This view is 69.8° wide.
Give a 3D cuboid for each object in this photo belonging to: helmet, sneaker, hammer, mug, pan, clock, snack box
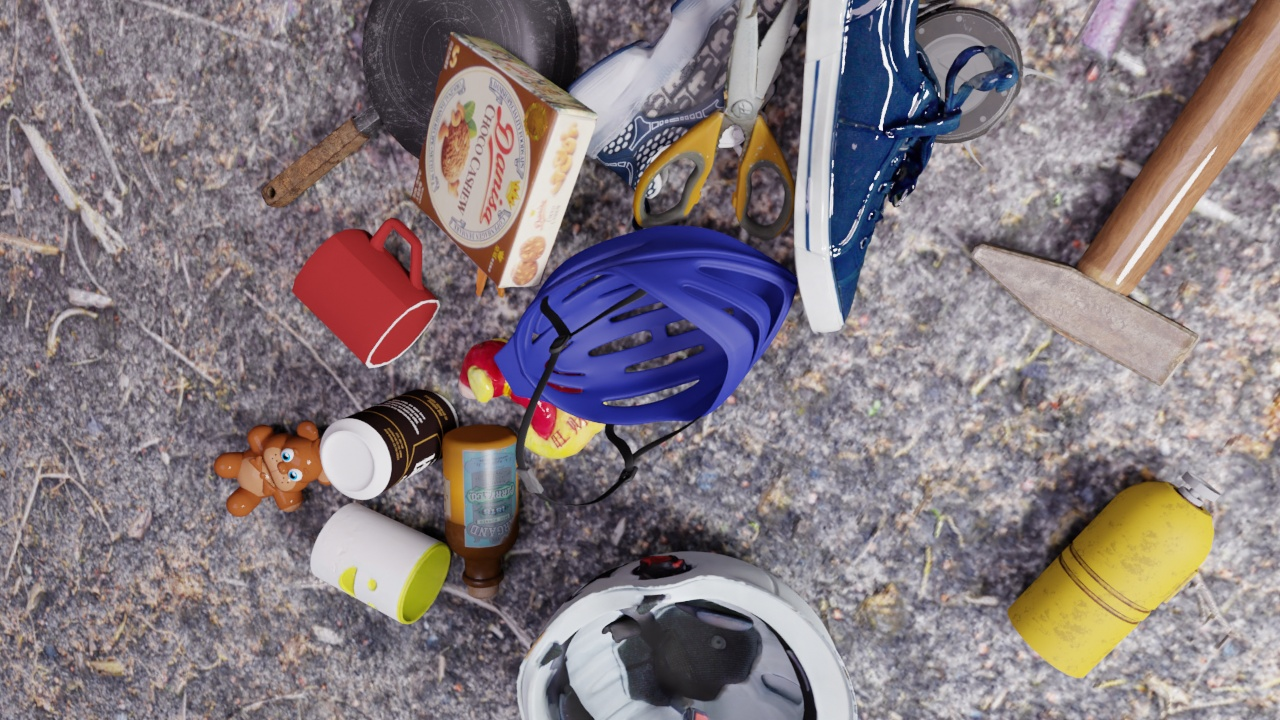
[{"bbox_3d":[-0.004,0.004,0.682,0.242,0.227,0.148,-12,123,21],"label":"helmet"},{"bbox_3d":[0.063,-0.213,0.689,0.270,0.103,0.132,-33,104,23],"label":"sneaker"},{"bbox_3d":[0.366,-0.148,0.614,0.158,0.037,0.301,32,110,11],"label":"hammer"},{"bbox_3d":[0.043,0.259,0.753,0.264,0.163,0.236,-25,97,16],"label":"helmet"},{"bbox_3d":[-0.237,-0.068,0.827,0.096,0.080,0.116,43,105,6],"label":"mug"},{"bbox_3d":[-0.250,0.195,0.888,0.106,0.082,0.083,22,108,16],"label":"mug"},{"bbox_3d":[-0.216,-0.226,0.801,0.358,0.040,0.207,-28,88,21],"label":"pan"},{"bbox_3d":[0.218,-0.203,0.650,0.123,0.043,0.091,40,114,10],"label":"clock"},{"bbox_3d":[-0.111,-0.153,0.704,0.147,0.041,0.143,43,123,33],"label":"snack box"},{"bbox_3d":[0.168,-0.147,0.623,0.127,0.120,0.295,6,123,9],"label":"sneaker"}]

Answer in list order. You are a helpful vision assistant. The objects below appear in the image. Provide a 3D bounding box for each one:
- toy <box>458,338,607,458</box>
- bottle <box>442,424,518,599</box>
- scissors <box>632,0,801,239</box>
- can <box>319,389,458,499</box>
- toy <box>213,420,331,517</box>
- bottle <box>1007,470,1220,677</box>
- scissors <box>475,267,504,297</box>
[{"bbox_3d":[-0.092,0.025,0.806,0.137,0.067,0.106,29,104,3],"label":"toy"},{"bbox_3d":[-0.146,0.142,0.846,0.068,0.067,0.157,6,104,19],"label":"bottle"},{"bbox_3d":[0.056,-0.166,0.652,0.166,0.016,0.226,-4,141,4],"label":"scissors"},{"bbox_3d":[-0.223,0.072,0.825,0.072,0.128,0.072,4,103,19],"label":"can"},{"bbox_3d":[-0.356,0.106,0.918,0.128,0.065,0.095,-18,98,17],"label":"toy"},{"bbox_3d":[0.351,0.150,0.668,0.071,0.071,0.164,37,111,9],"label":"bottle"},{"bbox_3d":[-0.123,-0.115,0.811,0.084,0.012,0.133,-6,99,22],"label":"scissors"}]
